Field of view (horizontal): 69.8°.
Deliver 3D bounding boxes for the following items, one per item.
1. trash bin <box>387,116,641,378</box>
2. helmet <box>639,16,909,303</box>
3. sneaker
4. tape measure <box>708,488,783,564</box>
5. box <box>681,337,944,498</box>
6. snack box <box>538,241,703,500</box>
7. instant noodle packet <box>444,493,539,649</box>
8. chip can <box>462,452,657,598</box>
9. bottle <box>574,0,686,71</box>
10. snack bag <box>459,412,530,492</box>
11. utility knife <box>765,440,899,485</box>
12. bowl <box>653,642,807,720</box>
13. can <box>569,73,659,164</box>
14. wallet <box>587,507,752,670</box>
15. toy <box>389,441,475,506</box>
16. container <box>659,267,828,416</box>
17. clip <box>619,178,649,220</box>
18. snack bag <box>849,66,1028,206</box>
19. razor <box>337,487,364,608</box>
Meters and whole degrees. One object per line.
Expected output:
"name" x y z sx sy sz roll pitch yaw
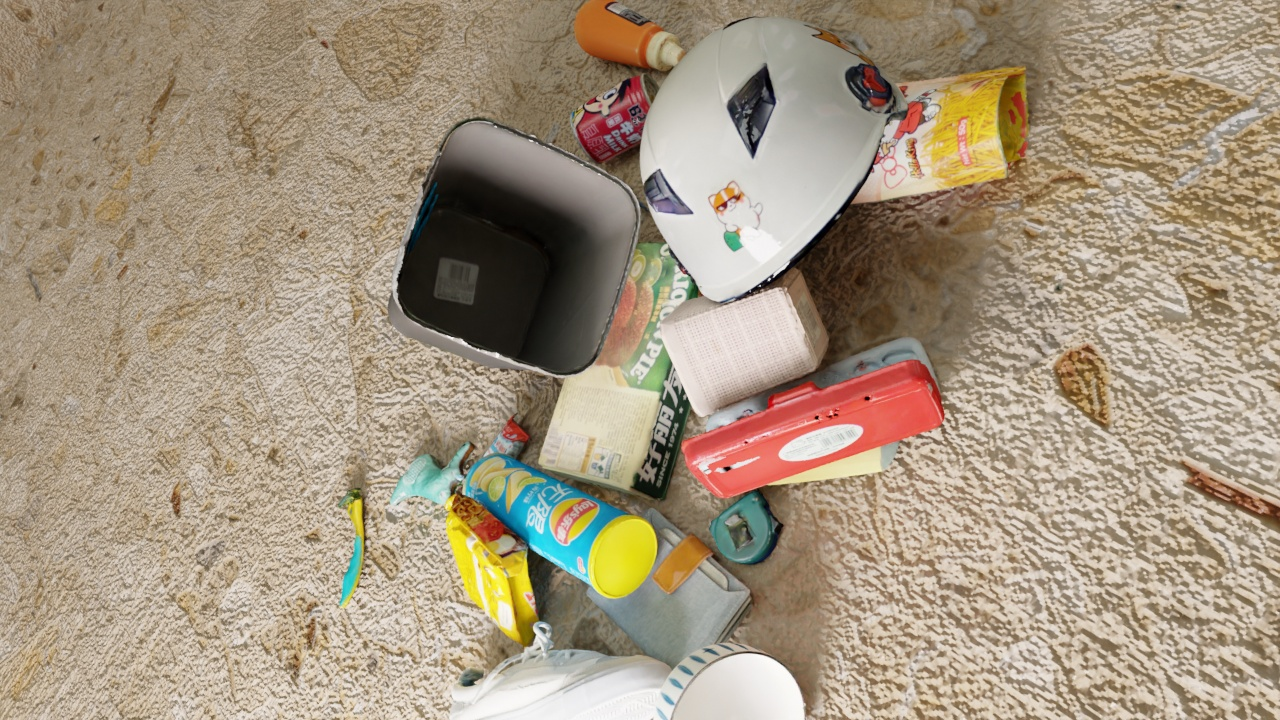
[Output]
"trash bin" -0.143 -0.090 0.889 0.220 0.198 0.198 -11 60 66
"helmet" 0.086 -0.186 0.753 0.231 0.157 0.273 -40 14 35
"sneaker" -0.074 0.279 0.794 0.243 0.089 0.090 -28 53 28
"tape measure" 0.089 0.144 0.777 0.058 0.025 0.054 -39 53 14
"box" 0.134 0.034 0.742 0.201 0.094 0.100 -23 47 19
"snack box" -0.005 0.005 0.875 0.115 0.063 0.239 7 74 35
"instant noodle packet" -0.135 0.197 0.851 0.044 0.129 0.111 -28 44 -28
"chip can" -0.079 0.144 0.837 0.210 0.071 0.071 17 80 48
"bottle" -0.007 -0.362 1.038 0.149 0.066 0.067 32 89 31
"snack bag" -0.149 0.104 0.950 0.045 0.026 0.105 39 97 42
"utility knife" 0.128 0.089 0.778 0.183 0.019 0.030 -8 61 24
"bowl" 0.060 0.269 0.698 0.116 0.116 0.066 -67 22 -8
"can" -0.021 -0.263 0.998 0.094 0.066 0.066 -23 59 23
"wallet" 0.024 0.200 0.789 0.130 0.037 0.106 36 92 38
"toy" -0.218 0.124 0.983 0.092 0.030 0.096 13 64 42
"container" 0.091 -0.020 0.775 0.111 0.089 0.090 -20 100 25
"clip" -0.012 -0.173 0.982 0.037 0.026 0.058 -49 48 16
"snack bag" 0.230 -0.197 0.815 0.208 0.073 0.128 3 72 42
"razor" -0.321 0.209 1.017 0.043 0.028 0.132 -40 47 42
